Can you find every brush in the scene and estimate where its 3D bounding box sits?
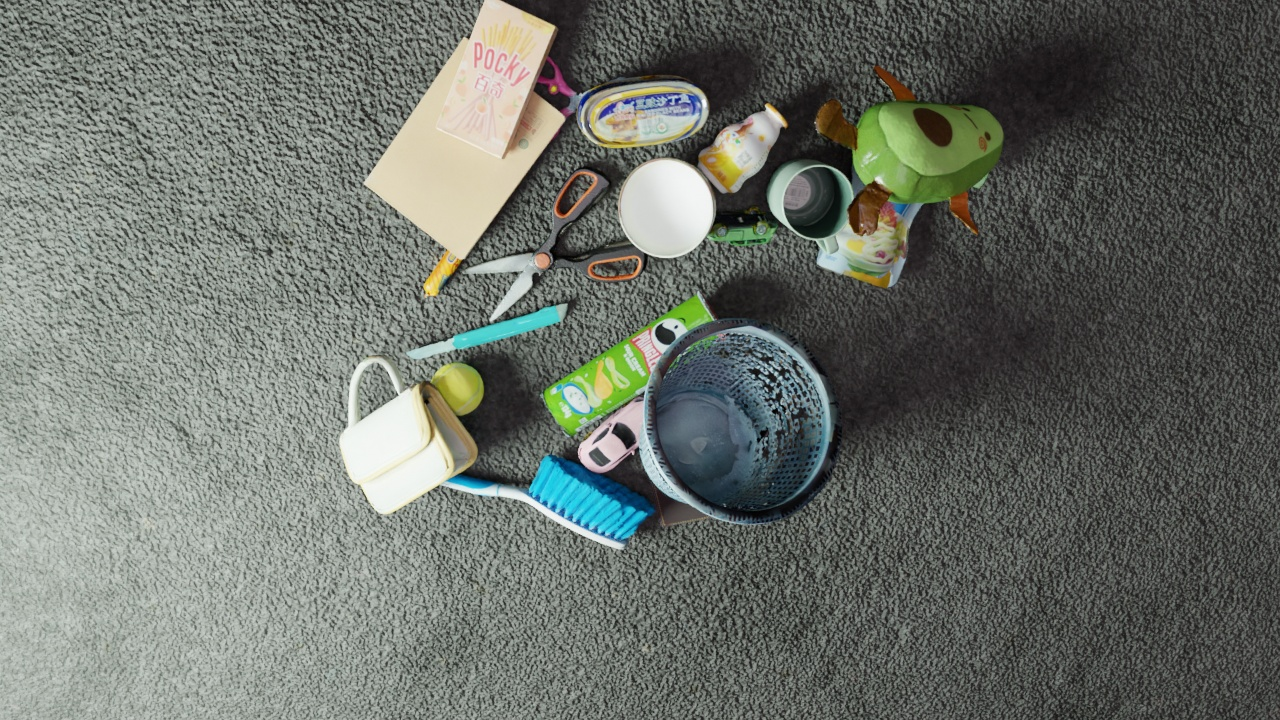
[{"bbox_3d":[-0.142,0.165,1.186,0.314,0.060,0.110,28,108,-8],"label":"brush"}]

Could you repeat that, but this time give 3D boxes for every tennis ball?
[{"bbox_3d":[-0.226,0.035,1.131,0.065,0.065,0.065,-1,108,-3],"label":"tennis ball"}]

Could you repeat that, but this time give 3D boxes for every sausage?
[{"bbox_3d":[-0.212,-0.141,1.098,0.021,0.021,0.165,35,103,-13],"label":"sausage"}]

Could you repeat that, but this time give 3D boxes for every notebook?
[{"bbox_3d":[-0.204,-0.242,1.061,0.148,0.008,0.208,38,102,-3],"label":"notebook"}]

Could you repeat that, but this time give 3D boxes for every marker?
[{"bbox_3d":[0.151,0.114,1.200,0.022,0.020,0.132,30,104,5],"label":"marker"}]

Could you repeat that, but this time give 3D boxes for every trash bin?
[{"bbox_3d":[0.090,0.085,1.075,0.226,0.195,0.226,4,75,-14],"label":"trash bin"}]

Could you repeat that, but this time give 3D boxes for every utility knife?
[{"bbox_3d":[-0.189,-0.035,1.136,0.209,0.013,0.029,-16,135,1],"label":"utility knife"}]

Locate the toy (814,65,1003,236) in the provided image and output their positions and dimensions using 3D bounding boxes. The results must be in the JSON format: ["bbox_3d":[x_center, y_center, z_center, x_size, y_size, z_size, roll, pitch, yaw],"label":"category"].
[{"bbox_3d":[0.309,-0.233,1.018,0.246,0.090,0.227,-18,79,-27],"label":"toy"}]

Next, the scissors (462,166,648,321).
[{"bbox_3d":[-0.100,-0.137,1.109,0.221,0.021,0.222,10,105,0],"label":"scissors"}]

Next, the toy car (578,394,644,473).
[{"bbox_3d":[-0.026,0.096,1.177,0.122,0.037,0.056,-41,107,8],"label":"toy car"}]

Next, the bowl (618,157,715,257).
[{"bbox_3d":[0.037,-0.180,1.070,0.113,0.062,0.113,5,106,18],"label":"bowl"}]

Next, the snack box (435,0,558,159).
[{"bbox_3d":[-0.161,-0.315,1.024,0.084,0.026,0.157,25,102,1],"label":"snack box"}]

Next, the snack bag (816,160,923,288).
[{"bbox_3d":[0.291,-0.189,1.103,0.110,0.038,0.191,18,102,-3],"label":"snack bag"}]

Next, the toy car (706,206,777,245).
[{"bbox_3d":[0.117,-0.159,1.098,0.091,0.043,0.036,-1,130,-11],"label":"toy car"}]

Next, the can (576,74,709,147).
[{"bbox_3d":[0.003,-0.282,1.043,0.148,0.049,0.075,-8,113,-5],"label":"can"}]

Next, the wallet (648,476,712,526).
[{"bbox_3d":[0.060,0.158,1.210,0.096,0.020,0.122,-12,109,6],"label":"wallet"}]

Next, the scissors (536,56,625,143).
[{"bbox_3d":[-0.080,-0.293,1.061,0.133,0.017,0.128,27,103,-14],"label":"scissors"}]

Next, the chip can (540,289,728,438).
[{"bbox_3d":[-0.007,0.007,1.130,0.236,0.072,0.072,-32,106,8],"label":"chip can"}]

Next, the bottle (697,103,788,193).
[{"bbox_3d":[0.119,-0.246,1.060,0.108,0.063,0.063,-43,105,10],"label":"bottle"}]

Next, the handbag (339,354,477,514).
[{"bbox_3d":[-0.305,0.086,1.118,0.164,0.063,0.179,-29,95,30],"label":"handbag"}]

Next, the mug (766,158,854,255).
[{"bbox_3d":[0.199,-0.177,1.064,0.082,0.106,0.112,-26,107,4],"label":"mug"}]
